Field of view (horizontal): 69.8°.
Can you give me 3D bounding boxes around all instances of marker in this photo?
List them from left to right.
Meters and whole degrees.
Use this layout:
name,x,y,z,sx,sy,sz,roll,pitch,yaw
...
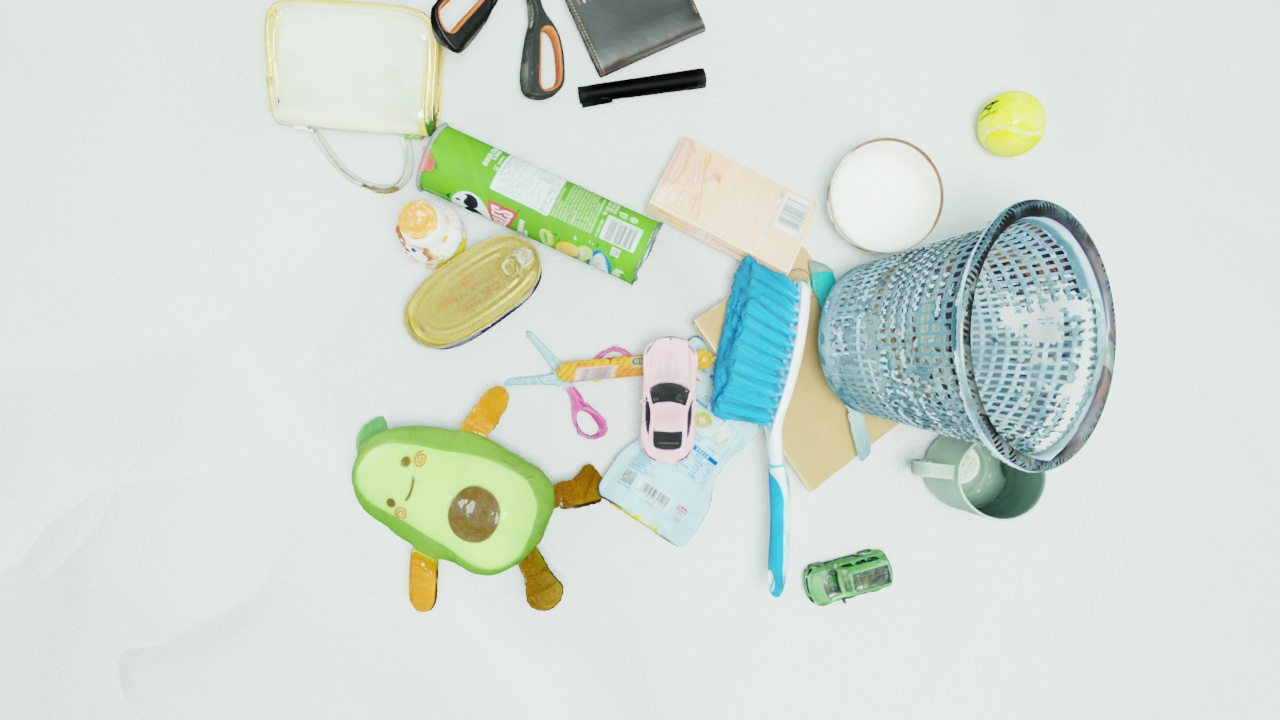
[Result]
name,x,y,z,sx,sy,sz,roll,pitch,yaw
marker,0.002,-0.279,0.937,0.132,0.020,0.022,-9,72,-3

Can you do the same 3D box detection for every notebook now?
name,x,y,z,sx,sy,sz,roll,pitch,yaw
notebook,0.167,0.007,0.929,0.147,0.008,0.207,-35,91,-15

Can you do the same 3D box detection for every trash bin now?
name,x,y,z,sx,sy,sz,roll,pitch,yaw
trash bin,0.281,-0.021,0.837,0.226,0.195,0.226,0,91,-34

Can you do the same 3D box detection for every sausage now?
name,x,y,z,sx,sy,sz,roll,pitch,yaw
sausage,-0.005,0.005,0.907,0.165,0.021,0.021,-5,88,1

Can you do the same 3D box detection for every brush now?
name,x,y,z,sx,sy,sz,roll,pitch,yaw
brush,0.117,0.061,0.880,0.109,0.061,0.314,15,81,-17

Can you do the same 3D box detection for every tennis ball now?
name,x,y,z,sx,sy,sz,roll,pitch,yaw
tennis ball,0.376,-0.240,0.931,0.065,0.065,0.065,0,88,-3

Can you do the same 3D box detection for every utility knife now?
name,x,y,z,sx,sy,sz,roll,pitch,yaw
utility knife,0.202,-0.002,0.925,0.029,0.013,0.209,-9,81,-16

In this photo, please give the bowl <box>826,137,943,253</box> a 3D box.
name,x,y,z,sx,sy,sz,roll,pitch,yaw
bowl,0.240,-0.160,0.924,0.113,0.062,0.113,0,88,-1

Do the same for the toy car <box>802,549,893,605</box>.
name,x,y,z,sx,sy,sz,roll,pitch,yaw
toy car,0.210,0.220,0.927,0.091,0.036,0.043,-15,90,1

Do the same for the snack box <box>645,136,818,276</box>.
name,x,y,z,sx,sy,sz,roll,pitch,yaw
snack box,0.093,-0.153,0.926,0.157,0.026,0.084,27,74,-1

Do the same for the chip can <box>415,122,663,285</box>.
name,x,y,z,sx,sy,sz,roll,pitch,yaw
chip can,-0.099,-0.152,0.902,0.236,0.072,0.072,24,87,-2

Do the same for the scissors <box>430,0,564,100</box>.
name,x,y,z,sx,sy,sz,roll,pitch,yaw
scissors,-0.117,-0.366,0.915,0.220,0.022,0.222,-37,111,-28

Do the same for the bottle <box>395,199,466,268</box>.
name,x,y,z,sx,sy,sz,roll,pitch,yaw
bottle,-0.203,-0.124,0.878,0.063,0.108,0.063,0,87,-3

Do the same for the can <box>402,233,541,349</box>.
name,x,y,z,sx,sy,sz,roll,pitch,yaw
can,-0.163,-0.066,0.908,0.148,0.049,0.074,-36,91,-3

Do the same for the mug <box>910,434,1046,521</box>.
name,x,y,z,sx,sy,sz,roll,pitch,yaw
mug,0.318,0.109,0.898,0.111,0.106,0.082,4,89,-3

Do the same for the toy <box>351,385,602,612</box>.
name,x,y,z,sx,sy,sz,roll,pitch,yaw
toy,-0.166,0.135,0.883,0.246,0.090,0.226,21,81,-5

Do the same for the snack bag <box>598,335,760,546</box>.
name,x,y,z,sx,sy,sz,roll,pitch,yaw
snack bag,0.048,0.080,0.918,0.110,0.039,0.190,31,79,6

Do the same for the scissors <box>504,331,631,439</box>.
name,x,y,z,sx,sy,sz,roll,pitch,yaw
scissors,-0.071,0.026,0.928,0.133,0.017,0.128,-5,92,1

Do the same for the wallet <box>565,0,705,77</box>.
name,x,y,z,sx,sy,sz,roll,pitch,yaw
wallet,-0.007,-0.357,0.935,0.122,0.020,0.096,-26,100,-5

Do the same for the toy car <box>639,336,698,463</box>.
name,x,y,z,sx,sy,sz,roll,pitch,yaw
toy car,0.027,0.038,0.880,0.056,0.037,0.122,1,94,-1

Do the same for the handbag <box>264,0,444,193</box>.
name,x,y,z,sx,sy,sz,roll,pitch,yaw
handbag,-0.280,-0.258,0.911,0.163,0.063,0.179,4,103,-3
